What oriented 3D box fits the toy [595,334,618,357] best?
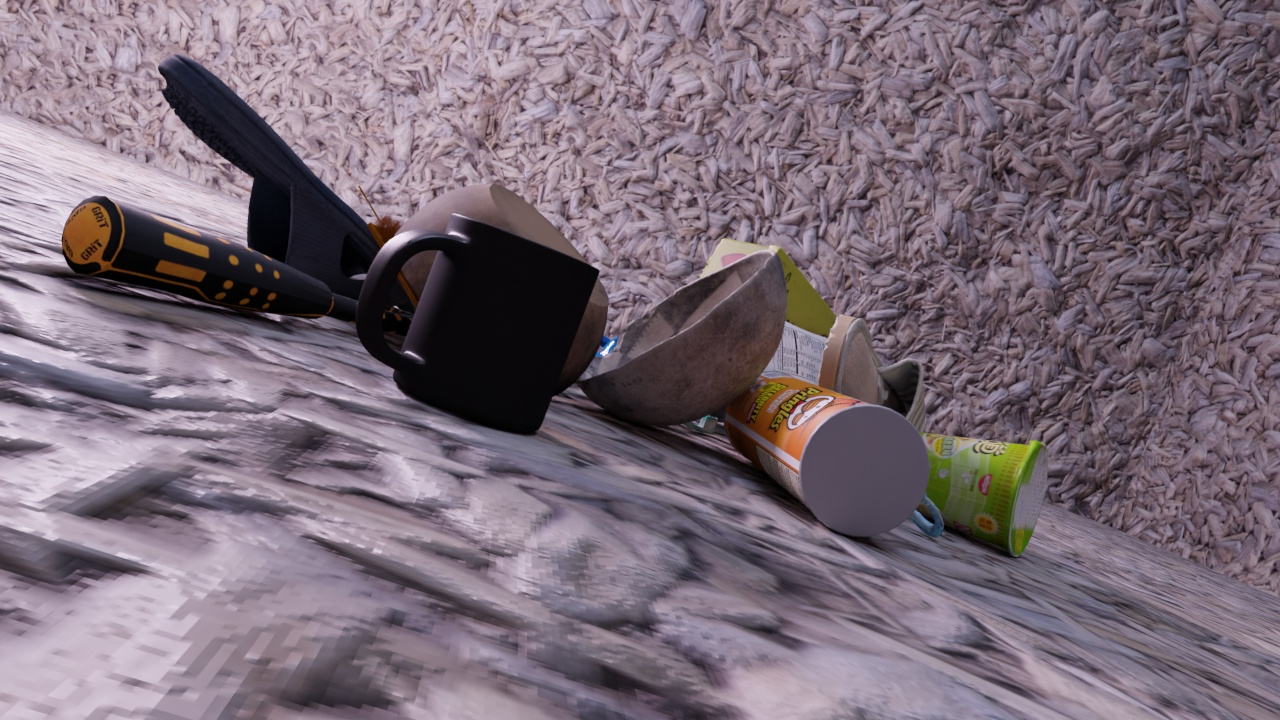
[{"bbox_3d":[-0.005,0.005,0.871,0.113,0.071,0.176,9,-4,29],"label":"toy"}]

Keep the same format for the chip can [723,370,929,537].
[{"bbox_3d":[0.114,0.054,0.618,0.075,0.075,0.215,21,2,-8],"label":"chip can"}]

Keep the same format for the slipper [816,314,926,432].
[{"bbox_3d":[0.212,0.047,0.816,0.054,0.114,0.272,17,-14,33],"label":"slipper"}]

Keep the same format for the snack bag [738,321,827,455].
[{"bbox_3d":[0.134,0.030,0.790,0.039,0.130,0.144,-12,-22,43],"label":"snack bag"}]

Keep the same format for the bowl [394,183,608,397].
[{"bbox_3d":[-0.087,-0.057,0.642,0.162,0.070,0.162,44,13,-14],"label":"bowl"}]

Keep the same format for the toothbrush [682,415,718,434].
[{"bbox_3d":[0.024,0.045,0.772,0.022,0.017,0.135,27,6,42],"label":"toothbrush"}]

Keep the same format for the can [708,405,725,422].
[{"bbox_3d":[0.057,0.006,0.960,0.130,0.044,0.130,36,-19,14],"label":"can"}]

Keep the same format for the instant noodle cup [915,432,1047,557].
[{"bbox_3d":[0.282,0.107,0.794,0.108,0.099,0.098,12,-4,36],"label":"instant noodle cup"}]

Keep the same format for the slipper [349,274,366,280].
[{"bbox_3d":[-0.173,-0.062,0.826,0.269,0.054,0.098,18,-13,34],"label":"slipper"}]

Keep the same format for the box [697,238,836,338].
[{"bbox_3d":[0.128,-0.003,0.866,0.083,0.124,0.221,21,-18,46],"label":"box"}]

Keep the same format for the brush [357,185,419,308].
[{"bbox_3d":[-0.170,-0.082,0.660,0.126,0.017,0.048,55,11,21],"label":"brush"}]

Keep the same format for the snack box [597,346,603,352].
[{"bbox_3d":[-0.090,-0.024,1.089,0.143,0.040,0.148,19,3,-33],"label":"snack box"}]

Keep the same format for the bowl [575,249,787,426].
[{"bbox_3d":[0.043,-0.005,0.688,0.081,0.178,0.178,55,-4,-9],"label":"bowl"}]

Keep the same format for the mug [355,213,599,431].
[{"bbox_3d":[-0.083,-0.022,0.447,0.078,0.088,0.113,23,3,42],"label":"mug"}]

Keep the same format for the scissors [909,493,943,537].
[{"bbox_3d":[0.176,0.082,0.703,0.134,0.011,0.140,54,-22,11],"label":"scissors"}]

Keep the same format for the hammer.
[{"bbox_3d":[-0.192,-0.036,0.545,0.123,0.036,0.320,21,0,21],"label":"hammer"}]

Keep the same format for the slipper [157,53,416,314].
[{"bbox_3d":[-0.257,-0.097,0.667,0.101,0.082,0.263,30,-16,40],"label":"slipper"}]
